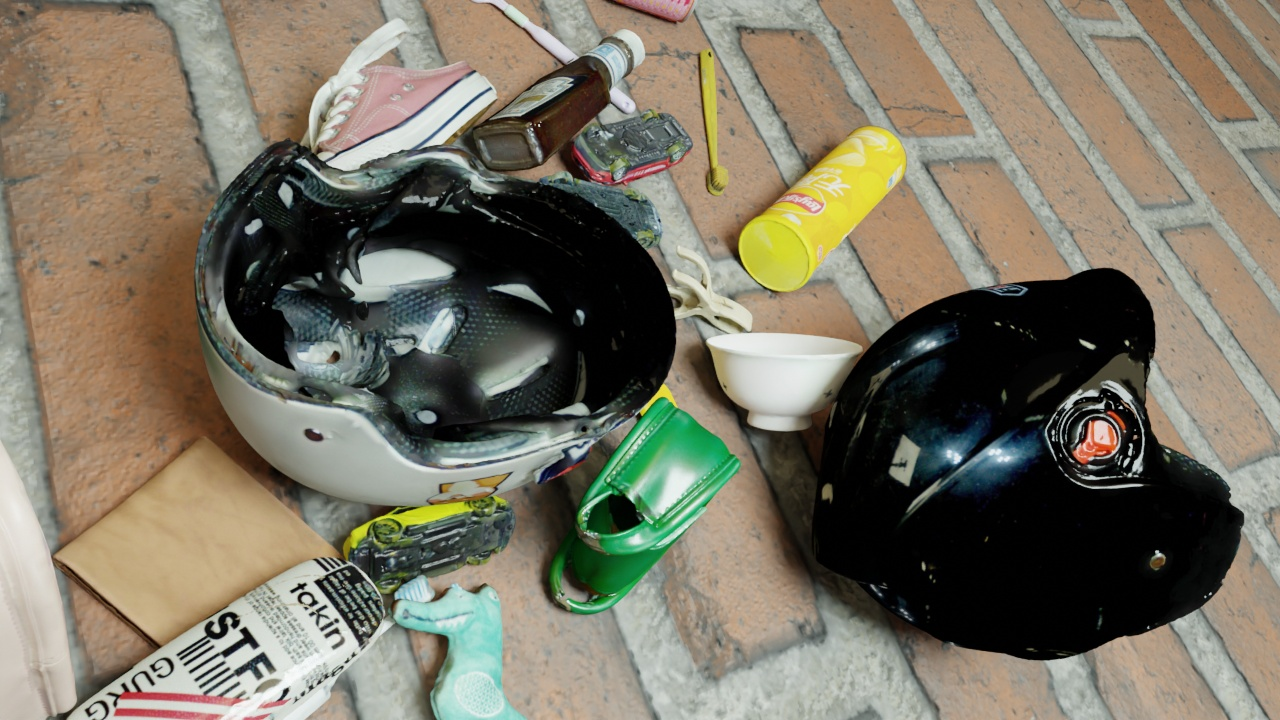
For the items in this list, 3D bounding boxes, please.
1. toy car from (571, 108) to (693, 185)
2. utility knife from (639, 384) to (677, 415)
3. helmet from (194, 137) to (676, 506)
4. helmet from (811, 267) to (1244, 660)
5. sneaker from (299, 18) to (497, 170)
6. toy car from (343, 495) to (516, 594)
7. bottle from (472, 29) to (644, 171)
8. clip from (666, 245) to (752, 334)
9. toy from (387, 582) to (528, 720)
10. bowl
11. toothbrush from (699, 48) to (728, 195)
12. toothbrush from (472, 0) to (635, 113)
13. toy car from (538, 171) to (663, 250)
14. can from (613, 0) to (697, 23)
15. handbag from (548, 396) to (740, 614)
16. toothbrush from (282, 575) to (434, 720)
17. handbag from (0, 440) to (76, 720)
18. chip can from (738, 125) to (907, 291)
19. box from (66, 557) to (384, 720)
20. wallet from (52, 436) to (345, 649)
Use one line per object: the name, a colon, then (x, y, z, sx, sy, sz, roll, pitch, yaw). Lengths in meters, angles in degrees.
toy car: (-0.008, -0.180, 0.796, 0.120, 0.045, 0.053, -23, 70, -40)
utility knife: (-0.004, 0.004, 0.702, 0.033, 0.015, 0.156, -10, 64, -38)
helmet: (-0.128, -0.005, 0.558, 0.273, 0.157, 0.230, -6, 57, -39)
helmet: (0.241, 0.065, 0.634, 0.230, 0.233, 0.275, 7, 97, -5)
sneaker: (-0.194, -0.167, 0.659, 0.088, 0.119, 0.240, 46, 43, -13)
toy car: (-0.127, 0.107, 0.559, 0.105, 0.048, 0.032, -10, 37, -30)
bottle: (-0.059, -0.227, 0.781, 0.194, 0.080, 0.044, -51, 132, -37)
clip: (0.050, -0.056, 0.735, 0.102, 0.095, 0.035, 13, 55, -5)
toy: (-0.104, 0.171, 0.535, 0.096, 0.030, 0.091, 24, 47, -37)
bowl: (0.109, 0.018, 0.708, 0.118, 0.118, 0.065, -4, 101, -28)
toothbrush: (0.070, -0.236, 0.887, 0.015, 0.017, 0.189, 14, 55, -22)
toothbrush: (-0.080, -0.290, 0.847, 0.189, 0.029, 0.021, 38, 14, -1)
toy car: (-0.036, -0.118, 0.751, 0.120, 0.037, 0.054, 2, 59, -37)
can: (0.009, -0.385, 0.919, 0.093, 0.067, 0.066, 11, 56, -20)
handbag: (-0.005, 0.093, 0.573, 0.068, 0.132, 0.119, 42, 54, 9)
toothbrush: (-0.195, 0.188, 0.484, 0.220, 0.027, 0.026, -37, 121, -37)
handbag: (-0.327, 0.049, 0.416, 0.093, 0.194, 0.234, -9, 55, -33)
chip can: (0.172, -0.144, 0.847, 0.072, 0.072, 0.212, 43, 51, 4)
box: (-0.206, 0.157, 0.461, 0.069, 0.052, 0.163, 45, 51, 12)
wallet: (-0.243, 0.112, 0.515, 0.115, 0.020, 0.101, 42, 51, -1)
